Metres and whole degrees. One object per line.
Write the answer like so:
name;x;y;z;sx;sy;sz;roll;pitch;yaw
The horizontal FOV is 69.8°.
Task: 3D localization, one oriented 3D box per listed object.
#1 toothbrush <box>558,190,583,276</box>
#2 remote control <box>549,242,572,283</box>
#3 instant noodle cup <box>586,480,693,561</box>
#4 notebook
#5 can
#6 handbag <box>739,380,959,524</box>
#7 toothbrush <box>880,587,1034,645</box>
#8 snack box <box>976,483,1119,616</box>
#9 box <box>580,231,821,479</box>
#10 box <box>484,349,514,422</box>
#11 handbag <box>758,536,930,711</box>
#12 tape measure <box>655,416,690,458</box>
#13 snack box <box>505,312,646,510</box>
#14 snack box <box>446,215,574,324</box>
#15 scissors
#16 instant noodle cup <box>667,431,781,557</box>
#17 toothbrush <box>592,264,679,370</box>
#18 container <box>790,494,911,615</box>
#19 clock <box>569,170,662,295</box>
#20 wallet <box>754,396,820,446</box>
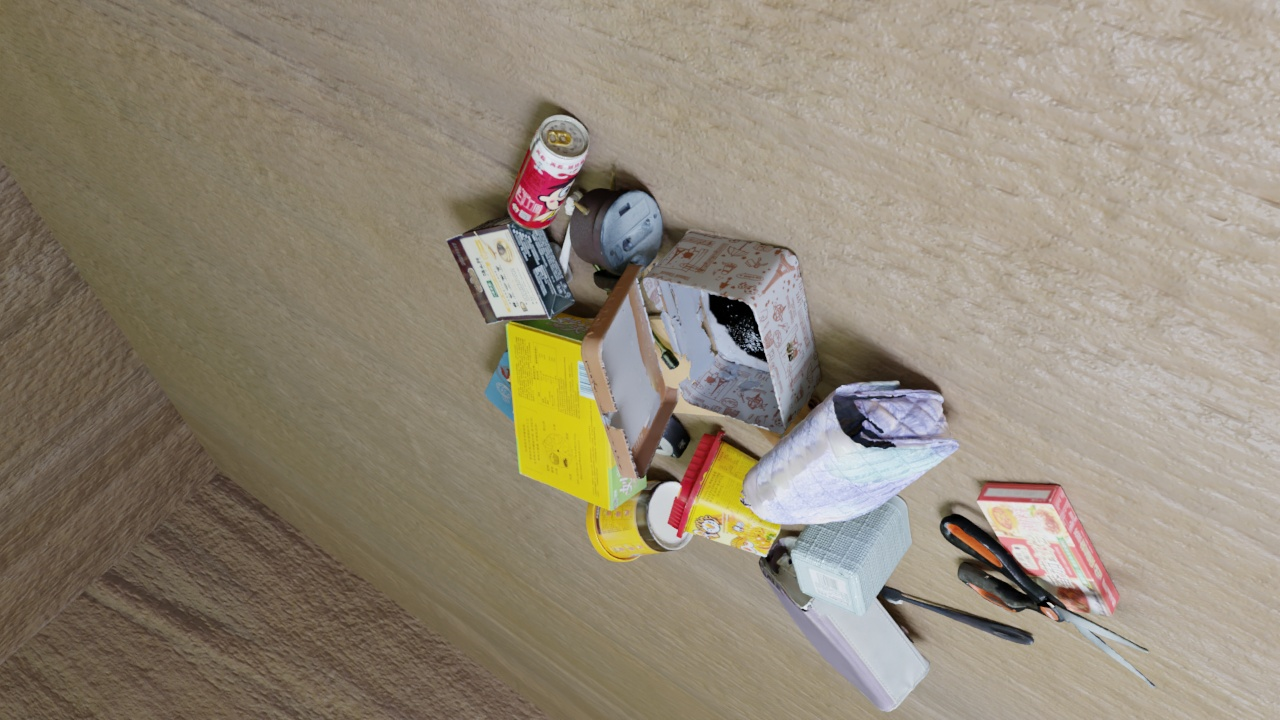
toothbrush;-0.085;-0.114;1.001;0.016;0.016;0.181;40;144;16
remote control;-0.137;-0.121;1.077;0.136;0.020;0.056;15;140;37
instant noodle cup;0.005;0.216;1.263;0.115;0.118;0.118;-15;119;47
notebook;-0.007;0.006;1.104;0.212;0.012;0.149;1;132;48
can;-0.093;-0.185;0.913;0.053;0.053;0.133;42;150;0
handbag;0.192;0.090;0.863;0.194;0.134;0.075;124;141;-53
toothbrush;0.359;0.293;1.050;0.181;0.015;0.018;9;143;44
snack box;0.384;0.178;0.863;0.075;0.025;0.153;-6;125;51
box;0.047;0.006;0.861;0.157;0.192;0.183;15;141;36
box;-0.154;0.030;1.253;0.090;0.059;0.185;41;148;3
handbag;0.245;0.313;1.123;0.197;0.098;0.145;52;164;-20
tape measure;0.021;0.089;1.148;0.066;0.033;0.066;6;144;42
snack box;-0.076;0.055;1.091;0.158;0.069;0.210;16;119;36
snack box;-0.146;-0.102;1.030;0.126;0.053;0.113;2;121;52
scissors;0.371;0.223;0.878;0.210;0.021;0.222;50;167;-2
instant noodle cup;0.110;0.164;1.086;0.124;0.115;0.116;22;146;9
toothbrush;-0.017;-0.064;0.998;0.012;0.017;0.186;-35;96;28
container;0.225;0.203;0.991;0.090;0.111;0.090;16;142;37
clock;-0.021;-0.116;0.893;0.055;0.081;0.122;19;142;41
wallet;0.180;0.087;0.988;0.115;0.020;0.101;48;151;-16
